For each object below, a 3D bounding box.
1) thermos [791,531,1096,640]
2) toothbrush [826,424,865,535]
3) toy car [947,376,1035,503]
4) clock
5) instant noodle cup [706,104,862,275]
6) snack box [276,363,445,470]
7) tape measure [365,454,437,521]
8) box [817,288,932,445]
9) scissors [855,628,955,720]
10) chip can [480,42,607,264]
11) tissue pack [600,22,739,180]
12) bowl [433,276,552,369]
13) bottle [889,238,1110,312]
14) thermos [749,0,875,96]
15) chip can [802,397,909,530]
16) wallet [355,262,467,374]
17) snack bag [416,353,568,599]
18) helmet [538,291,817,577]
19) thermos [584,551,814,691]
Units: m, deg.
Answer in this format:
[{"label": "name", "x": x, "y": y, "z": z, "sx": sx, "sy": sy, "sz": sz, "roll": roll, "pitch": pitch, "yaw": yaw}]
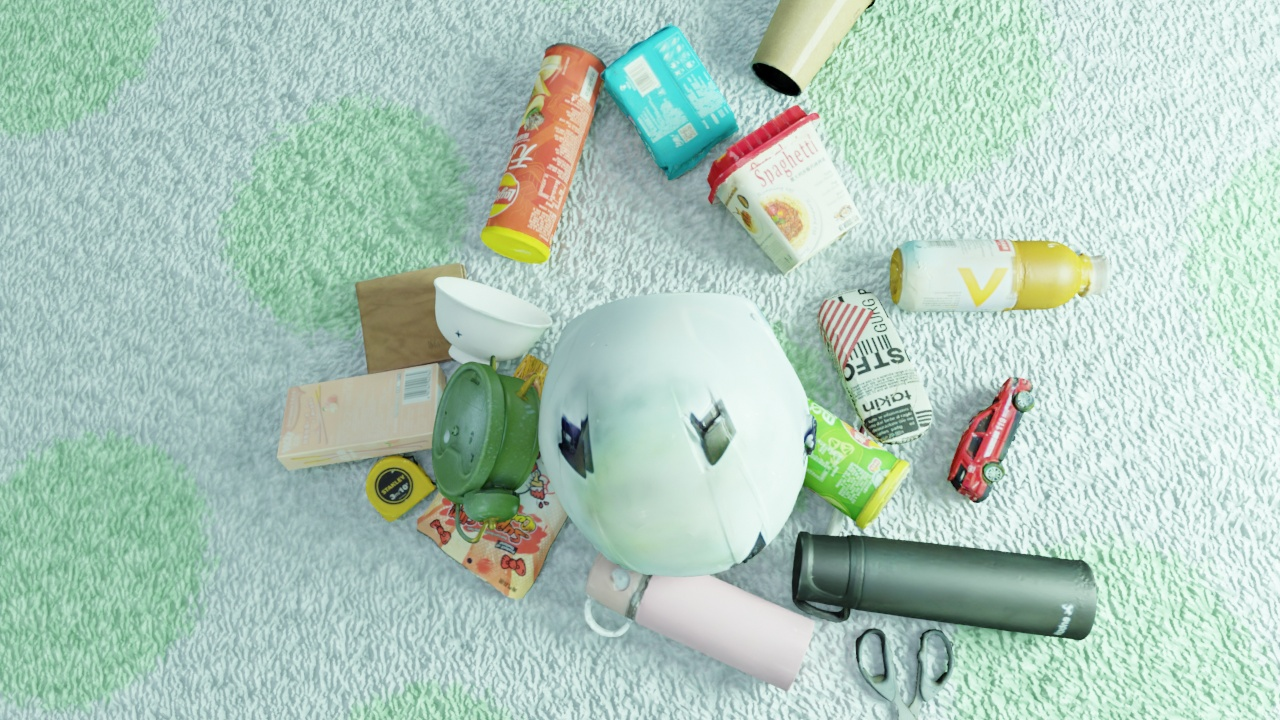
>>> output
[{"label": "thermos", "x": 0.256, "y": 0.200, "z": 0.800, "sx": 0.242, "sy": 0.090, "sz": 0.068, "roll": 6, "pitch": 36, "yaw": 6}, {"label": "toothbrush", "x": 0.200, "y": 0.103, "z": 0.854, "sx": 0.017, "sy": 0.016, "sz": 0.187, "roll": 20, "pitch": 79, "yaw": 0}, {"label": "toy car", "x": 0.316, "y": 0.069, "z": 0.828, "sx": 0.045, "sy": 0.053, "sz": 0.120, "roll": 27, "pitch": 82, "yaw": 14}, {"label": "clock", "x": -0.137, "y": 0.079, "z": 0.800, "sx": 0.056, "sy": 0.116, "sz": 0.161, "roll": 13, "pitch": 94, "yaw": -33}, {"label": "instant noodle cup", "x": 0.140, "y": -0.157, "z": 0.877, "sx": 0.116, "sy": 0.116, "sz": 0.124, "roll": -34, "pitch": 87, "yaw": -3}, {"label": "snack box", "x": -0.270, "y": 0.054, "z": 0.896, "sx": 0.157, "sy": 0.026, "sz": 0.084, "roll": -9, "pitch": 53, "yaw": 4}, {"label": "tape measure", "x": -0.235, "y": 0.120, "z": 0.887, "sx": 0.060, "sy": 0.029, "sz": 0.057, "roll": -39, "pitch": 100, "yaw": -6}, {"label": "box", "x": 0.215, "y": 0.001, "z": 0.847, "sx": 0.068, "sy": 0.051, "sz": 0.164, "roll": -27, "pitch": 60, "yaw": 11}, {"label": "scissors", "x": 0.231, "y": 0.316, "z": 0.803, "sx": 0.163, "sy": 0.014, "sz": 0.165, "roll": 40, "pitch": 86, "yaw": 12}, {"label": "chip can", "x": -0.096, "y": -0.210, "z": 0.929, "sx": 0.073, "sy": 0.073, "sz": 0.216, "roll": 15, "pitch": 80, "yaw": 9}, {"label": "tissue pack", "x": 0.031, "y": -0.261, "z": 0.928, "sx": 0.093, "sy": 0.050, "sz": 0.133, "roll": -34, "pitch": 95, "yaw": -2}, {"label": "bowl", "x": -0.152, "y": -0.029, "z": 0.885, "sx": 0.118, "sy": 0.118, "sz": 0.065, "roll": 25, "pitch": 103, "yaw": 11}, {"label": "bottle", "x": 0.332, "y": -0.079, "z": 0.854, "sx": 0.189, "sy": 0.068, "sz": 0.068, "roll": 0, "pitch": 77, "yaw": 6}, {"label": "thermos", "x": 0.173, "y": -0.344, "z": 0.927, "sx": 0.093, "sy": 0.093, "sz": 0.143, "roll": 30, "pitch": 89, "yaw": 12}, {"label": "chip can", "x": 0.131, "y": 0.061, "z": 0.831, "sx": 0.221, "sy": 0.072, "sz": 0.072, "roll": 35, "pitch": 83, "yaw": 18}, {"label": "wallet", "x": -0.228, "y": -0.042, "z": 0.934, "sx": 0.115, "sy": 0.020, "sz": 0.101, "roll": -13, "pitch": 77, "yaw": 0}, {"label": "snack bag", "x": -0.114, "y": 0.106, "z": 0.870, "sx": 0.128, "sy": 0.073, "sz": 0.208, "roll": 30, "pitch": 89, "yaw": 11}, {"label": "helmet", "x": 0.024, "y": 0.081, "z": 0.736, "sx": 0.229, "sy": 0.145, "sz": 0.259, "roll": -6, "pitch": 115, "yaw": 16}, {"label": "thermos", "x": 0.046, "y": 0.231, "z": 0.814, "sx": 0.199, "sy": 0.067, "sz": 0.087, "roll": 21, "pitch": 84, "yaw": 9}]
